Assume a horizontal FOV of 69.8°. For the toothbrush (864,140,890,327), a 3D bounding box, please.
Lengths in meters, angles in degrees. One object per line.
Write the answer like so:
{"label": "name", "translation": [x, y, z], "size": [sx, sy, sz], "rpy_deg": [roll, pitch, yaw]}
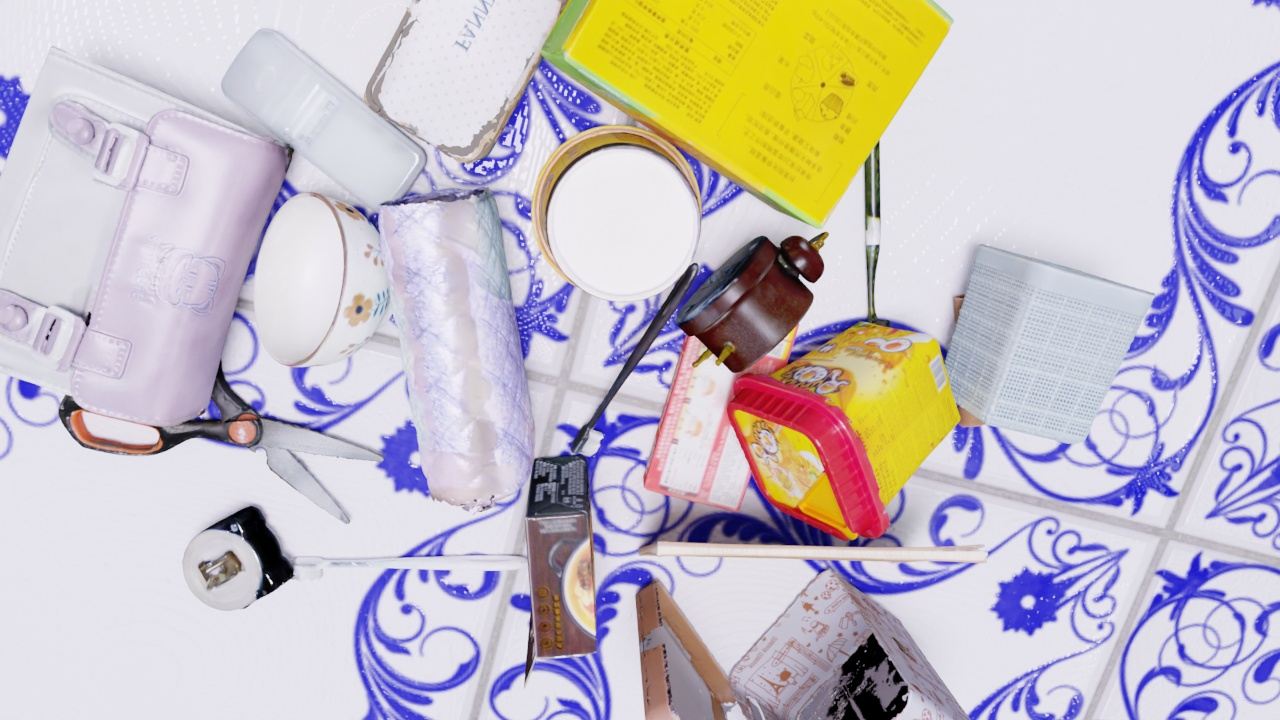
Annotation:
{"label": "toothbrush", "translation": [0.169, -0.098, 0.655], "size": [0.012, 0.017, 0.186], "rpy_deg": [-16, 108, -40]}

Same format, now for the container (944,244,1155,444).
{"label": "container", "translation": [0.269, -0.011, 0.626], "size": [0.090, 0.090, 0.111], "rpy_deg": [13, 103, -11]}

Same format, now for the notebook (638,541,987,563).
{"label": "notebook", "translation": [0.109, 0.136, 0.647], "size": [0.211, 0.150, 0.012], "rpy_deg": [2, 77, -4]}

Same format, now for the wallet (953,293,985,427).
{"label": "wallet", "translation": [0.291, -0.007, 0.685], "size": [0.115, 0.020, 0.101], "rpy_deg": [-9, 105, -4]}

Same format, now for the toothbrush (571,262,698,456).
{"label": "toothbrush", "translation": [-0.004, 0.004, 0.641], "size": [0.018, 0.015, 0.181], "rpy_deg": [22, 123, -16]}

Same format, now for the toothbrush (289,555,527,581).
{"label": "toothbrush", "translation": [-0.175, 0.157, 0.697], "size": [0.180, 0.016, 0.016], "rpy_deg": [-1, 111, -3]}

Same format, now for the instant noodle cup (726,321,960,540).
{"label": "instant noodle cup", "translation": [0.144, 0.040, 0.630], "size": [0.123, 0.116, 0.116], "rpy_deg": [-36, 117, -21]}

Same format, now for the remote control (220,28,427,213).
{"label": "remote control", "translation": [-0.211, -0.159, 0.615], "size": [0.136, 0.020, 0.056], "rpy_deg": [38, 99, -12]}

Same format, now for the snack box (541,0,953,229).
{"label": "snack box", "translation": [0.067, -0.201, 0.571], "size": [0.210, 0.070, 0.158], "rpy_deg": [27, 101, -26]}

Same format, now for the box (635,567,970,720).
{"label": "box", "translation": [0.093, 0.225, 0.648], "size": [0.193, 0.183, 0.157], "rpy_deg": [40, 97, -14]}

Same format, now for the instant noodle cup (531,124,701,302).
{"label": "instant noodle cup", "translation": [-0.013, -0.093, 0.596], "size": [0.118, 0.114, 0.118], "rpy_deg": [-1, 103, -4]}

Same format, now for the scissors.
{"label": "scissors", "translation": [-0.301, 0.033, 0.655], "size": [0.221, 0.021, 0.211], "rpy_deg": [-4, 103, -2]}

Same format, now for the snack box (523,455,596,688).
{"label": "snack box", "translation": [-0.059, 0.145, 0.651], "size": [0.053, 0.113, 0.126], "rpy_deg": [-4, 104, -3]}

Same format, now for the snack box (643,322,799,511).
{"label": "snack box", "translation": [0.058, 0.031, 0.675], "size": [0.075, 0.025, 0.153], "rpy_deg": [15, 102, -6]}

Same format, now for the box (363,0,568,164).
{"label": "box", "translation": [-0.098, -0.222, 0.589], "size": [0.090, 0.059, 0.184], "rpy_deg": [32, 98, -11]}

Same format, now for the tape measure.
{"label": "tape measure", "translation": [-0.297, 0.149, 0.672], "size": [0.066, 0.033, 0.066], "rpy_deg": [-30, 92, 12]}

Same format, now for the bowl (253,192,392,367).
{"label": "bowl", "translation": [-0.202, -0.049, 0.611], "size": [0.062, 0.113, 0.113], "rpy_deg": [9, 107, -49]}

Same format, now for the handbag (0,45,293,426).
{"label": "handbag", "translation": [-0.323, -0.073, 0.581], "size": [0.145, 0.098, 0.197], "rpy_deg": [21, 95, -10]}

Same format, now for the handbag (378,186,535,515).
{"label": "handbag", "translation": [-0.117, -0.013, 0.599], "size": [0.075, 0.134, 0.194], "rpy_deg": [-9, 103, -2]}

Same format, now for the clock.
{"label": "clock", "translation": [0.078, -0.045, 0.607], "size": [0.055, 0.082, 0.122], "rpy_deg": [45, 81, -6]}
